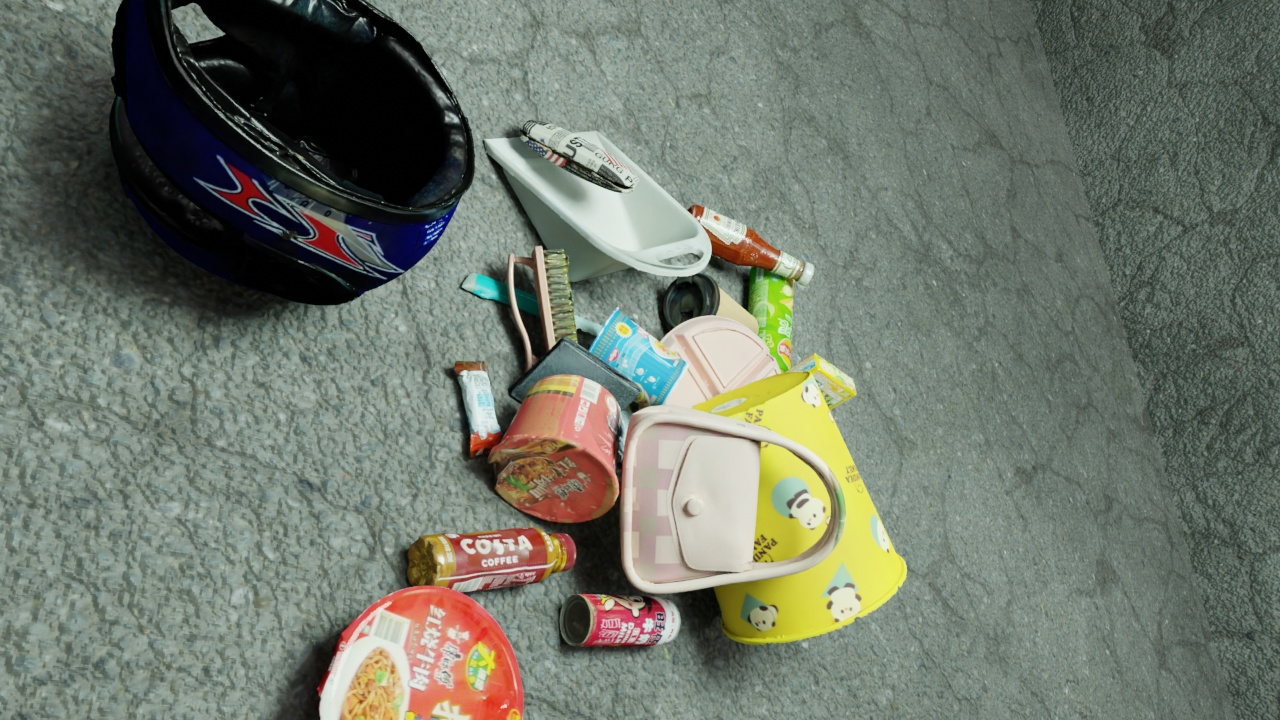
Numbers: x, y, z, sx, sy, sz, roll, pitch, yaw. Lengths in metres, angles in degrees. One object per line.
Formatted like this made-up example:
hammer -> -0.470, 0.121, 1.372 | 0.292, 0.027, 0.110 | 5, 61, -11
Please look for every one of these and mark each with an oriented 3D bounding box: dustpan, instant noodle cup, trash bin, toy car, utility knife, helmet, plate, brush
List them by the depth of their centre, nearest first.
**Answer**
helmet -> -0.313, -0.179, 0.778 | 0.315, 0.241, 0.247 | 19, 58, -51
instant noodle cup -> -0.198, 0.297, 0.796 | 0.193, 0.066, 0.193 | 22, 56, -38
instant noodle cup -> -0.080, 0.089, 0.975 | 0.138, 0.138, 0.108 | 41, 38, -23
brush -> -0.112, -0.055, 1.055 | 0.073, 0.063, 0.145 | -7, 90, -11
trash bin -> 0.159, 0.163, 1.080 | 0.228, 0.230, 0.255 | -27, 98, -49
instant noodle cup -> -0.006, 0.006, 1.088 | 0.110, 0.099, 0.099 | 31, 46, 0
utility knife -> -0.118, -0.060, 1.097 | 0.218, 0.013, 0.029 | 21, 58, -35
toy car -> -0.022, 0.083, 1.108 | 0.042, 0.034, 0.090 | -18, 85, -52
dustpan -> -0.030, -0.203, 1.165 | 0.222, 0.143, 0.257 | -21, 88, -49
plate -> 0.101, 0.056, 1.185 | 0.229, 0.028, 0.229 | 1, 89, -32

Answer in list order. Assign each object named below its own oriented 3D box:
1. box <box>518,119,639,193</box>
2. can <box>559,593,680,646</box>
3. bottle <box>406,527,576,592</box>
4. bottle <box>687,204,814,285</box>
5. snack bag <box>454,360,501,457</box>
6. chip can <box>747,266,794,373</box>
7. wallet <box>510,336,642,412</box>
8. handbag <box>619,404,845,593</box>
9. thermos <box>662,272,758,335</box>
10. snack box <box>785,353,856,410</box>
box -> -0.075, -0.260, 1.155 | 0.164, 0.051, 0.068 | 26, 13, -1
can -> -0.020, 0.282, 0.993 | 0.132, 0.053, 0.053 | 15, 60, -41
bottle -> -0.142, 0.197, 0.909 | 0.174, 0.058, 0.057 | 6, 66, -44
bottle -> 0.157, -0.164, 1.344 | 0.206, 0.060, 0.059 | 22, 52, -9
snack bag -> -0.172, 0.050, 0.976 | 0.048, 0.026, 0.104 | -1, 70, -52
chip can -> 0.192, -0.053, 1.365 | 0.072, 0.073, 0.220 | 31, 51, -31
wallet -> -0.073, 0.035, 1.036 | 0.121, 0.097, 0.019 | 35, 25, -27
handbag -> 0.095, 0.149, 0.959 | 0.093, 0.234, 0.193 | -35, 128, -76
thermos -> 0.099, -0.061, 1.268 | 0.143, 0.093, 0.093 | 23, 55, -45
snack box -> 0.221, 0.053, 1.289 | 0.087, 0.141, 0.033 | 30, 42, -32
